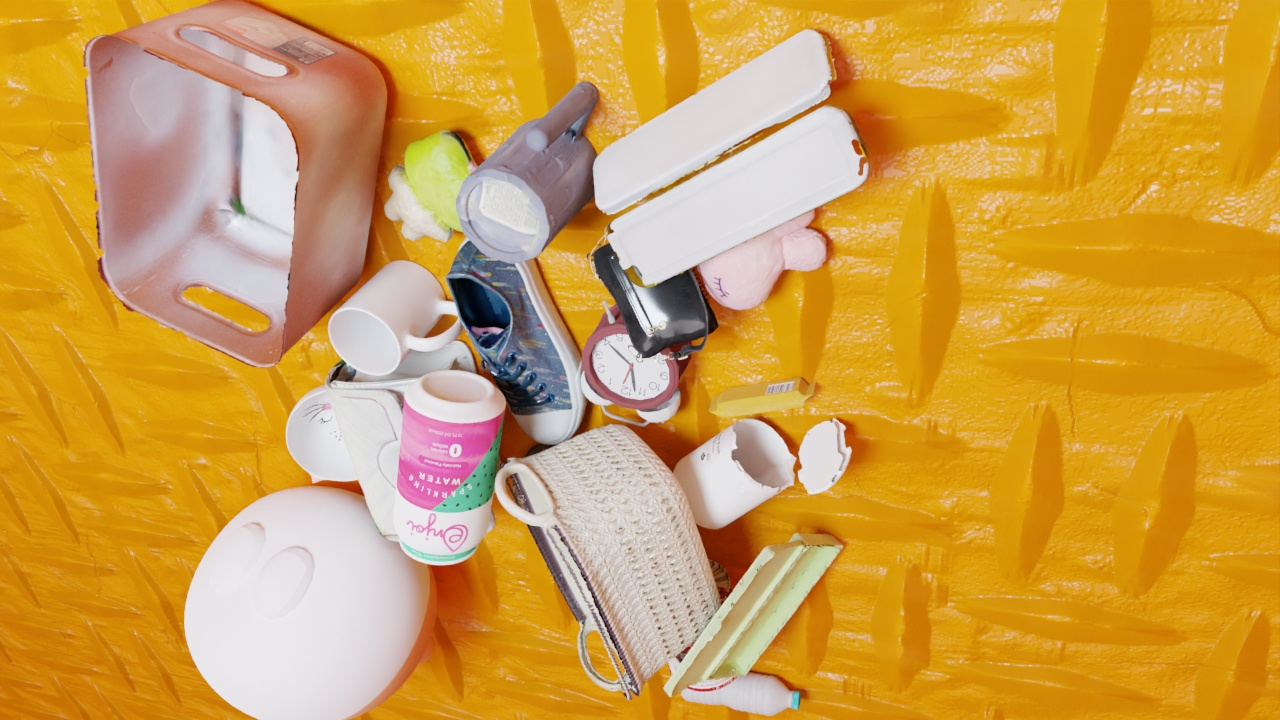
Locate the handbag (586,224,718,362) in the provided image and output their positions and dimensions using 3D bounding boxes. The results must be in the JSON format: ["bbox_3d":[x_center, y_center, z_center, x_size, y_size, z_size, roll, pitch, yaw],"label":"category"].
[{"bbox_3d":[0.008,-0.059,0.757,0.079,0.054,0.128,-28,86,9],"label":"handbag"}]

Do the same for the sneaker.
[{"bbox_3d":[-0.114,-0.008,0.851,0.088,0.079,0.236,-3,123,23],"label":"sneaker"}]

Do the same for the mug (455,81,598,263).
[{"bbox_3d":[-0.080,-0.149,0.720,0.084,0.103,0.124,33,129,-2],"label":"mug"}]

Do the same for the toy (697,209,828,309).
[{"bbox_3d":[0.093,-0.094,0.731,0.105,0.053,0.108,-16,116,13],"label":"toy"}]

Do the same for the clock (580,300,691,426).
[{"bbox_3d":[-0.005,0.005,0.838,0.096,0.048,0.138,18,127,8],"label":"clock"}]

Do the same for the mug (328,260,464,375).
[{"bbox_3d":[-0.220,-0.038,0.862,0.110,0.090,0.074,11,127,13],"label":"mug"}]

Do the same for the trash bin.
[{"bbox_3d":[-0.335,-0.151,0.784,0.181,0.157,0.260,24,128,3],"label":"trash bin"}]

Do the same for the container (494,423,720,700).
[{"bbox_3d":[-0.027,0.181,0.864,0.185,0.143,0.252,40,154,52],"label":"container"}]

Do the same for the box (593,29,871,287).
[{"bbox_3d":[0.058,-0.145,0.677,0.210,0.045,0.128,-24,78,31],"label":"box"}]

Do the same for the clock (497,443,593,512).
[{"bbox_3d":[-0.079,0.151,0.968,0.093,0.054,0.141,-28,108,34],"label":"clock"}]

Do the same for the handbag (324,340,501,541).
[{"bbox_3d":[-0.227,0.087,0.932,0.142,0.096,0.199,-8,122,4],"label":"handbag"}]

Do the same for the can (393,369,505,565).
[{"bbox_3d":[-0.176,0.097,0.837,0.088,0.088,0.166,16,114,10],"label":"can"}]

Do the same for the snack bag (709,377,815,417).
[{"bbox_3d":[0.110,0.034,0.829,0.099,0.026,0.020,-11,119,26],"label":"snack bag"}]

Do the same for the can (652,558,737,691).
[{"bbox_3d":[0.063,0.285,0.987,0.087,0.086,0.116,0,123,21],"label":"can"}]

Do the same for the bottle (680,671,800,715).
[{"bbox_3d":[0.117,0.383,1.066,0.136,0.044,0.044,3,125,19],"label":"bottle"}]

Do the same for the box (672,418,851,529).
[{"bbox_3d":[0.106,0.093,0.838,0.094,0.084,0.166,30,137,-17],"label":"box"}]

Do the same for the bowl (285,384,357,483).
[{"bbox_3d":[-0.319,0.068,0.987,0.114,0.050,0.115,-6,119,-12],"label":"bowl"}]

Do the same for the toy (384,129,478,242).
[{"bbox_3d":[-0.178,-0.144,0.801,0.118,0.043,0.092,-29,108,36],"label":"toy"}]

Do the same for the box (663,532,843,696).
[{"bbox_3d":[0.108,0.245,0.890,0.030,0.138,0.187,46,115,36],"label":"box"}]

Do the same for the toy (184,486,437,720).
[{"bbox_3d":[-0.357,0.277,1.047,0.263,0.265,0.281,18,159,27],"label":"toy"}]
